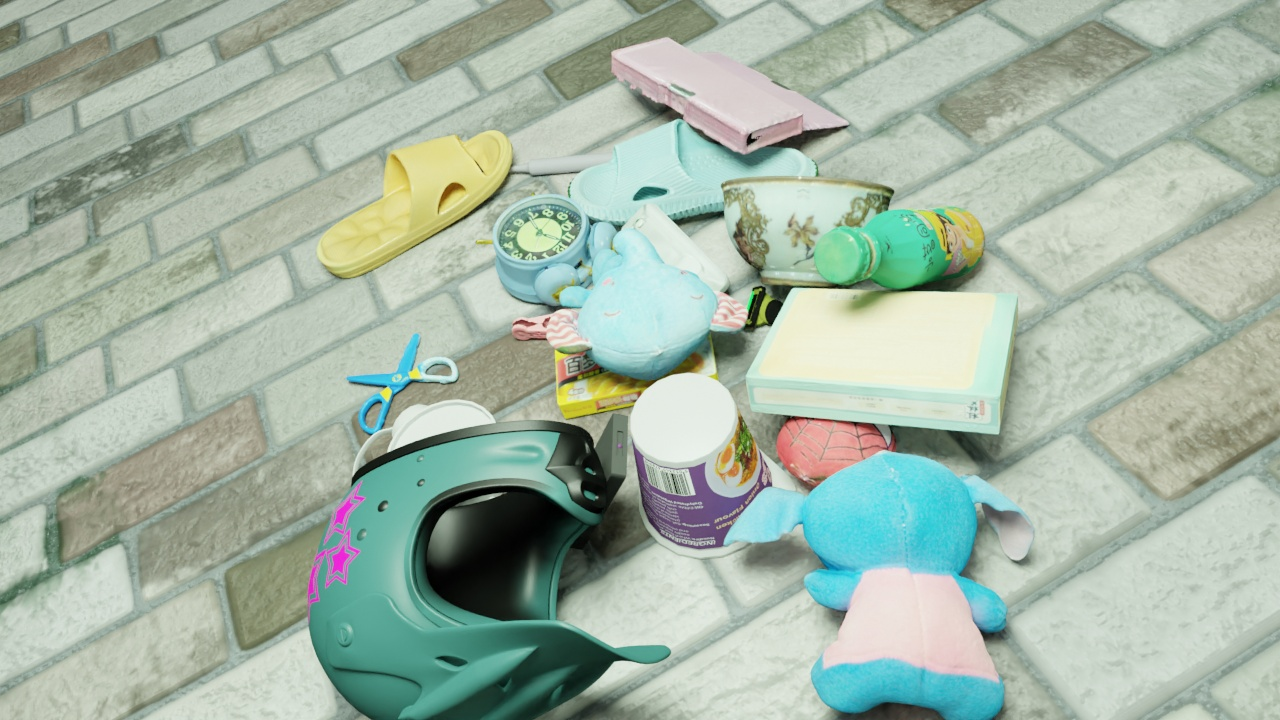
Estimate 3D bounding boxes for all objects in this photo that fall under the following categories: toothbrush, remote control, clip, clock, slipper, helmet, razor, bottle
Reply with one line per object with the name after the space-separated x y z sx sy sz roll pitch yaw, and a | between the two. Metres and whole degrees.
-0.098 -0.231 1.083 0.188 0.018 0.019 -2 43 15 | toothbrush
0.032 -0.105 0.925 0.050 0.022 0.133 -46 63 9 | remote control
-0.100 -0.030 0.932 0.059 0.023 0.045 -22 49 -8 | clip
-0.191 0.092 0.837 0.159 0.061 0.119 1 54 15 | clock
-0.035 0.101 0.747 0.013 0.134 0.058 12 52 -14 | remote control
-0.265 -0.195 1.064 0.263 0.078 0.099 -36 53 -7 | slipper
-0.118 0.169 0.664 0.275 0.176 0.200 -22 57 28 | helmet
0.167 -0.037 0.858 0.144 0.021 0.044 13 76 25 | razor
0.222 -0.095 0.786 0.068 0.068 0.209 34 30 34 | bottle
0.050 -0.203 0.984 0.276 0.069 0.115 -3 47 12 | slipper
-0.088 -0.113 0.966 0.162 0.060 0.117 29 64 28 | clock

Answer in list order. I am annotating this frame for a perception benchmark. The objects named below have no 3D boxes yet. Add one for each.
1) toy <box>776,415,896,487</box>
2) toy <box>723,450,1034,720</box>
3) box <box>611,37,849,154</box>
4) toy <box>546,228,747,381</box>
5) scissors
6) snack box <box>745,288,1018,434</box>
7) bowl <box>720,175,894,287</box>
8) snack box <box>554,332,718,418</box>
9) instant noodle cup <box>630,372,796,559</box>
0.170 0.055 0.764 0.092 0.062 0.132 19 51 22 | toy
0.173 0.157 0.660 0.224 0.099 0.191 0 59 5 | toy
0.100 -0.309 1.034 0.178 0.040 0.233 -22 47 -34 | box
0.000 -0.065 0.843 0.183 0.115 0.180 -9 42 -6 | toy
-0.246 0.021 0.938 0.126 0.013 0.125 2 56 12 | scissors
0.200 -0.007 0.752 0.194 0.044 0.141 4 37 25 | snack box
0.153 -0.117 0.863 0.160 0.159 0.094 5 95 19 | bowl
-0.005 0.005 0.873 0.152 0.025 0.075 -12 52 7 | snack box
0.052 0.078 0.739 0.137 0.122 0.121 -1 54 15 | instant noodle cup
